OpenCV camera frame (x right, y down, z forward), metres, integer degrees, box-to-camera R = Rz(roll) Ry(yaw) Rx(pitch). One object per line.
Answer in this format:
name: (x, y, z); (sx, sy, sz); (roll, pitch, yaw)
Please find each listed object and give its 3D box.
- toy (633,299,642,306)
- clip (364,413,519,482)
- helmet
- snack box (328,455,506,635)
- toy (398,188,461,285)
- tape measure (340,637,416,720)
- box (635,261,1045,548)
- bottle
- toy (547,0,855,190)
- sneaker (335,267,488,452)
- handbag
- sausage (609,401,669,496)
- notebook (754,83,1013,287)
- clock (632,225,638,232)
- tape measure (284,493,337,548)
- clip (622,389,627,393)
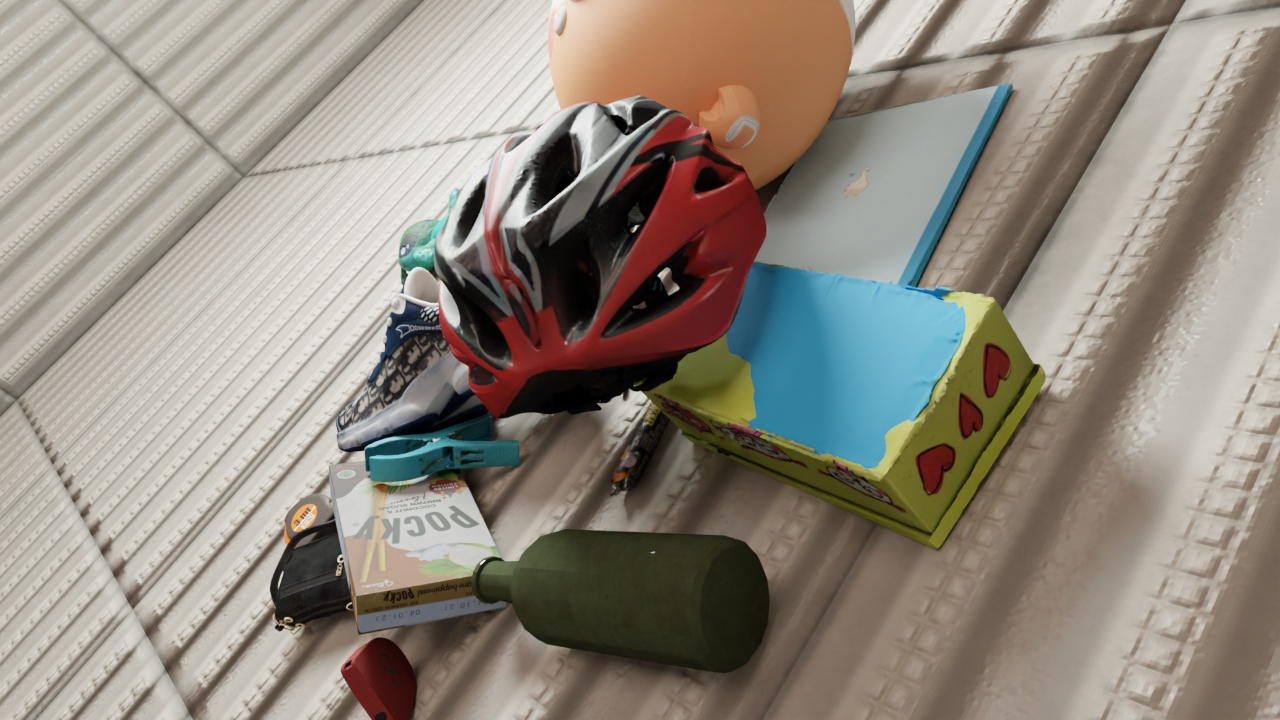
toy: (-0.074, -0.063, 0.828); (0.176, 0.096, 0.111); (9, 41, 23)
clip: (-0.171, 0.072, 0.767); (0.119, 0.027, 0.103); (-10, 18, -29)
helmet: (-0.032, -0.079, 0.609); (0.218, 0.167, 0.271); (-20, 26, 24)
snack box: (-0.175, 0.130, 0.700); (0.101, 0.032, 0.186); (-5, 23, -22)
toy: (-0.246, -0.152, 1.147); (0.194, 0.072, 0.130); (-21, 34, 44)
tape measure: (-0.176, 0.222, 0.632); (0.019, 0.059, 0.051); (-33, 3, 12)
box: (0.108, 0.013, 0.554); (0.221, 0.080, 0.124); (17, 68, 51)
bottle: (-0.025, 0.138, 0.550); (0.207, 0.071, 0.071); (-7, 45, 42)
toy: (0.045, -0.262, 0.786); (0.264, 0.265, 0.280); (-25, 46, 42)
sneaker: (-0.182, -0.011, 0.796); (0.270, 0.132, 0.103); (-29, -11, 33)
handbag: (-0.259, 0.180, 0.765); (0.129, 0.054, 0.079); (-23, 40, 23)
sausage: (0.015, 0.037, 0.679); (0.020, 0.020, 0.155); (-4, 47, 44)
notebook: (0.165, -0.119, 0.719); (0.181, 0.009, 0.252); (2, 52, 48)
clock: (-0.062, -0.124, 0.921); (0.138, 0.048, 0.096); (-11, 42, 27)
tape measure: (-0.300, 0.157, 0.853); (0.059, 0.038, 0.058); (20, 65, 40)
clip: (-0.011, 0.009, 0.748); (0.045, 0.014, 0.051); (-46, 35, -3)
